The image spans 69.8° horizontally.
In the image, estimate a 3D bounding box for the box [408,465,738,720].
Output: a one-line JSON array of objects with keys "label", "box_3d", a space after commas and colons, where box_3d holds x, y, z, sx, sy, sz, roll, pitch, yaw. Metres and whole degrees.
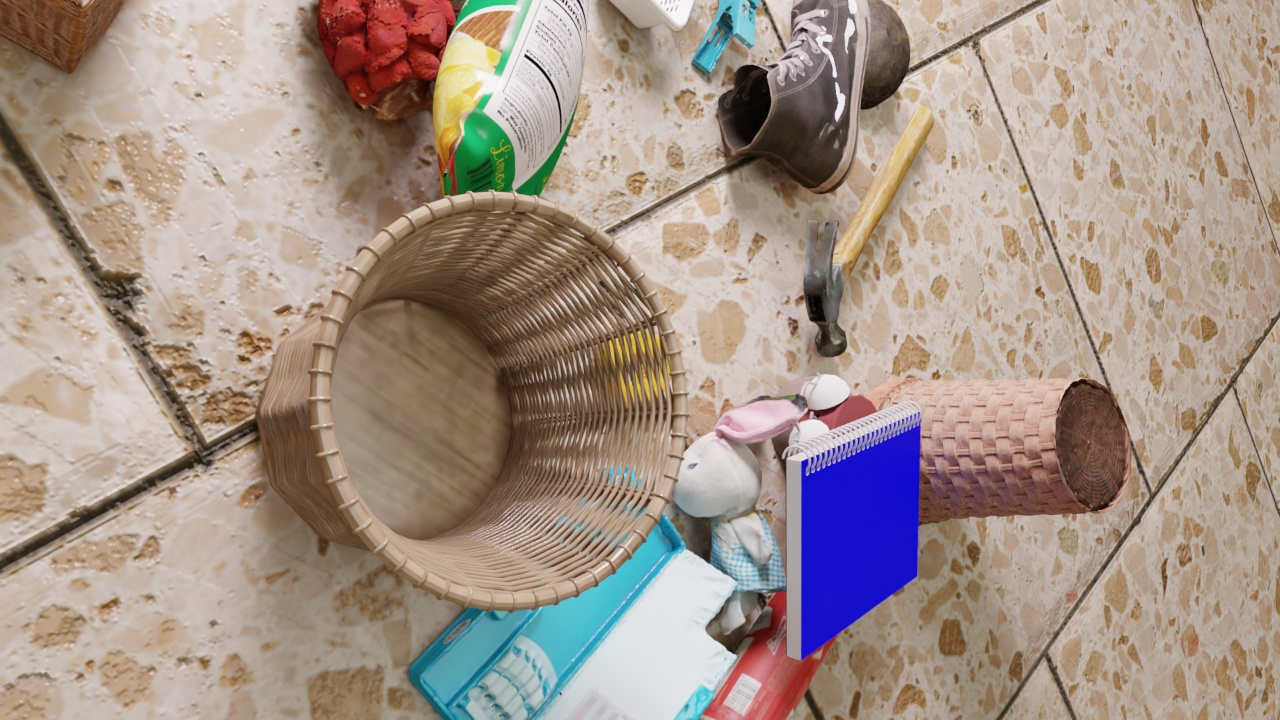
[{"label": "box", "box_3d": [-0.033, 0.211, 0.686, 0.180, 0.074, 0.226, 44, 58, 4]}]

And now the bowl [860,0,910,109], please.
[{"label": "bowl", "box_3d": [0.247, -0.335, 0.973, 0.121, 0.056, 0.121, 6, 80, -35]}]

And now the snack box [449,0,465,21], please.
[{"label": "snack box", "box_3d": [-0.164, -0.318, 0.658, 0.154, 0.088, 0.033, 45, 60, -21]}]

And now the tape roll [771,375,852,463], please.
[{"label": "tape roll", "box_3d": [0.168, 0.062, 0.875, 0.093, 0.030, 0.093, 6, 80, -35]}]

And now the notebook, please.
[{"label": "notebook", "box_3d": [0.186, 0.135, 0.783, 0.208, 0.022, 0.172, -12, 104, -48]}]

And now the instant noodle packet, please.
[{"label": "instant noodle packet", "box_3d": [-0.089, -0.187, 0.639, 0.090, 0.196, 0.252, 18, 71, -3]}]

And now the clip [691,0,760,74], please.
[{"label": "clip", "box_3d": [0.100, -0.332, 0.848, 0.028, 0.114, 0.126, 35, 52, -30]}]

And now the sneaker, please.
[{"label": "sneaker", "box_3d": [0.144, -0.287, 0.876, 0.119, 0.095, 0.234, 11, 84, -34]}]

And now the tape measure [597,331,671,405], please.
[{"label": "tape measure", "box_3d": [-0.005, 0.004, 0.761, 0.058, 0.030, 0.068, -22, 98, -36]}]

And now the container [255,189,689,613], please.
[{"label": "container", "box_3d": [-0.118, 0.030, 0.572, 0.226, 0.197, 0.226, 6, 80, -35]}]

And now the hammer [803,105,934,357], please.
[{"label": "hammer", "box_3d": [0.241, -0.162, 0.943, 0.329, 0.033, 0.132, -55, 139, -33]}]

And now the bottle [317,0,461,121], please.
[{"label": "bottle", "box_3d": [-0.173, -0.232, 0.643, 0.098, 0.099, 0.111, -24, 87, -36]}]

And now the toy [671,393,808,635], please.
[{"label": "toy", "box_3d": [0.072, 0.126, 0.777, 0.105, 0.131, 0.205, 5, 88, -4]}]

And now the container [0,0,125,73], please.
[{"label": "container", "box_3d": [-0.365, -0.263, 0.491, 0.198, 0.113, 0.113, 31, 66, -28]}]

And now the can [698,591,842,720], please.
[{"label": "can", "box_3d": [0.113, 0.263, 0.784, 0.169, 0.067, 0.067, -48, 110, -30]}]

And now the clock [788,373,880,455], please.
[{"label": "clock", "box_3d": [0.173, 0.067, 0.820, 0.124, 0.044, 0.087, 42, 60, -34]}]

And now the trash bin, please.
[{"label": "trash bin", "box_3d": [0.327, 0.083, 0.876, 0.151, 0.211, 0.151, 6, 79, -34]}]

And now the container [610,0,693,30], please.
[{"label": "container", "box_3d": [0.012, -0.356, 0.807, 0.080, 0.050, 0.129, 33, 65, -38]}]
